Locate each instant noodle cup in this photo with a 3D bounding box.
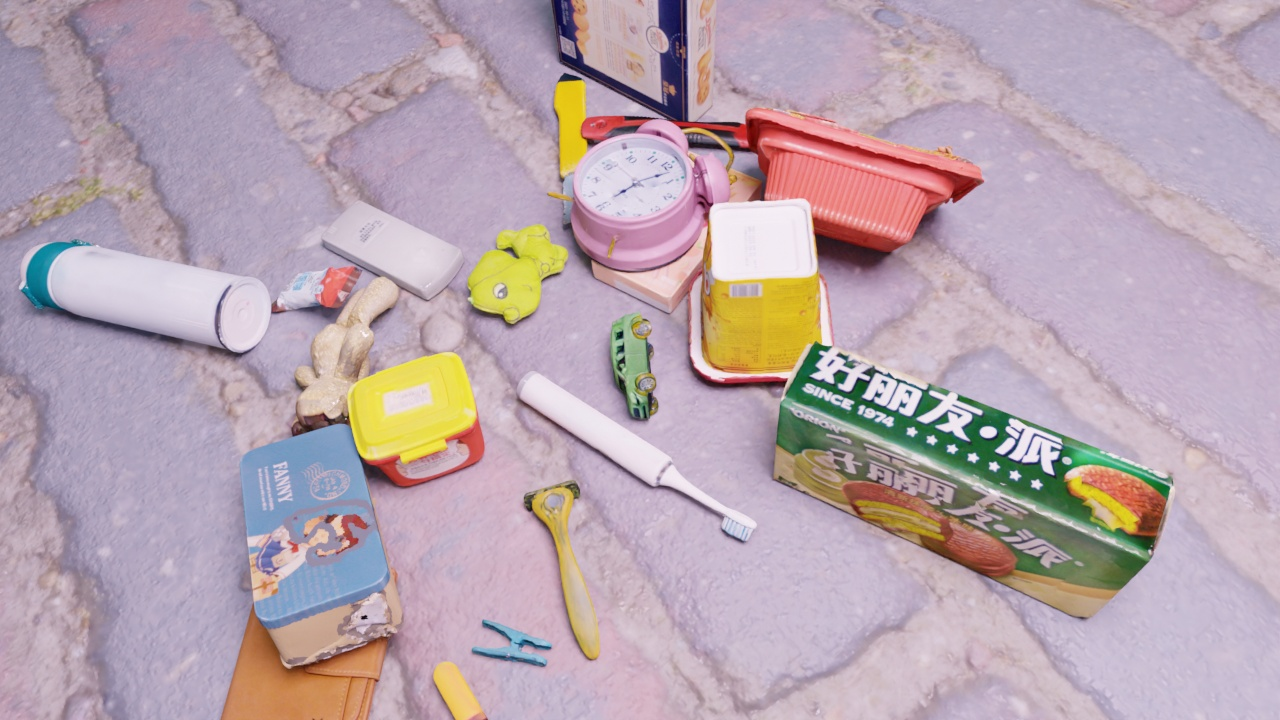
[{"bbox_3d":[0.094,-0.056,0.717,0.116,0.124,0.116,-2,57,5],"label":"instant noodle cup"},{"bbox_3d":[0.170,-0.142,0.753,0.189,0.164,0.079,16,94,9],"label":"instant noodle cup"}]

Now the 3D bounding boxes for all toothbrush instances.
[{"bbox_3d":[-0.006,0.071,0.705,0.221,0.026,0.026,31,104,23],"label":"toothbrush"}]

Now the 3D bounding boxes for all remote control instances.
[{"bbox_3d":[-0.228,-0.103,0.846,0.135,0.019,0.056,26,63,21],"label":"remote control"}]

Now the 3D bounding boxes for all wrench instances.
[{"bbox_3d":[0.077,-0.214,0.881,0.273,0.016,0.056,8,54,8],"label":"wrench"}]

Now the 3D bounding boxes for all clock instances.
[{"bbox_3d":[0.011,-0.150,0.793,0.158,0.060,0.117,-34,60,-17],"label":"clock"}]

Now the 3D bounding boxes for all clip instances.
[{"bbox_3d":[-0.089,0.199,0.639,0.056,0.014,0.041,11,59,15],"label":"clip"}]

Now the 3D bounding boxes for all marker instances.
[{"bbox_3d":[-0.102,0.253,0.605,0.018,0.015,0.124,-33,62,-13],"label":"marker"}]

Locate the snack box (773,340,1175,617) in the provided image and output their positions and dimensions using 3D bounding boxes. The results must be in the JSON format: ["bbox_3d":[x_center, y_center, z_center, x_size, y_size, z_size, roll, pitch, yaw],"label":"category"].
[{"bbox_3d":[0.210,0.080,0.622,0.240,0.115,0.063,24,62,19],"label":"snack box"}]

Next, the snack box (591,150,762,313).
[{"bbox_3d":[0.034,-0.119,0.823,0.084,0.026,0.157,27,64,22],"label":"snack box"}]

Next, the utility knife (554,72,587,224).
[{"bbox_3d":[-0.069,-0.210,0.900,0.033,0.015,0.216,-5,54,2],"label":"utility knife"}]

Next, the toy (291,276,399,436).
[{"bbox_3d":[-0.242,-0.005,0.766,0.105,0.066,0.156,-18,45,34],"label":"toy"}]

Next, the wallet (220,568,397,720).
[{"bbox_3d":[-0.230,0.208,0.639,0.108,0.031,0.131,-1,57,8],"label":"wallet"}]

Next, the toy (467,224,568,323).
[{"bbox_3d":[-0.112,-0.078,0.811,0.100,0.031,0.096,-30,59,-18],"label":"toy"}]

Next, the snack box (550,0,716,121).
[{"bbox_3d":[-0.011,-0.338,0.879,0.182,0.178,0.045,33,63,23],"label":"snack box"}]

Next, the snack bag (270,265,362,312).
[{"bbox_3d":[-0.288,-0.062,0.808,0.104,0.026,0.048,-5,48,40],"label":"snack bag"}]

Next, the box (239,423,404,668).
[{"bbox_3d":[-0.229,0.121,0.651,0.089,0.060,0.184,-18,43,-17],"label":"box"}]

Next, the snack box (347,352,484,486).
[{"bbox_3d":[-0.167,0.050,0.704,0.091,0.080,0.082,-19,56,-6],"label":"snack box"}]

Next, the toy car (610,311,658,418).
[{"bbox_3d":[-0.004,0.004,0.738,0.036,0.043,0.091,-7,55,-2],"label":"toy car"}]

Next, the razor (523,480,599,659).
[{"bbox_3d":[-0.051,0.149,0.661,0.043,0.028,0.132,-14,58,-7],"label":"razor"}]

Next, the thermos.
[{"bbox_3d":[-0.444,-0.063,0.817,0.224,0.073,0.073,12,59,14],"label":"thermos"}]
